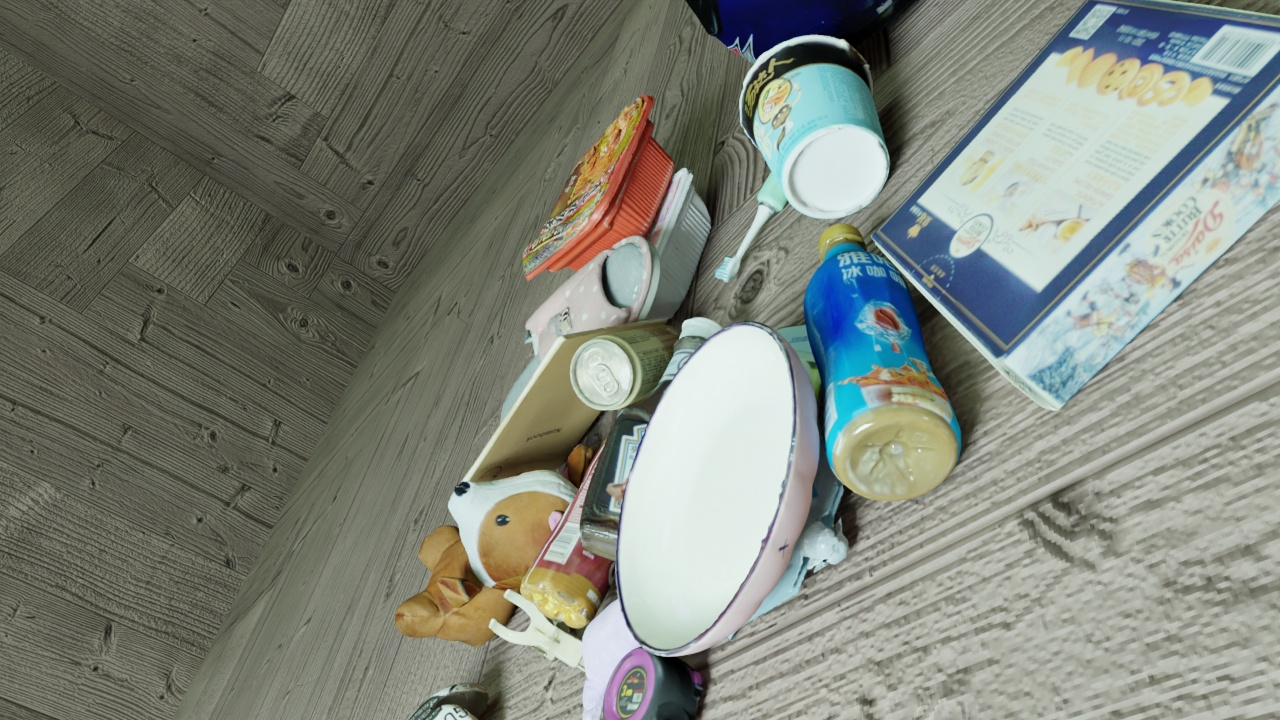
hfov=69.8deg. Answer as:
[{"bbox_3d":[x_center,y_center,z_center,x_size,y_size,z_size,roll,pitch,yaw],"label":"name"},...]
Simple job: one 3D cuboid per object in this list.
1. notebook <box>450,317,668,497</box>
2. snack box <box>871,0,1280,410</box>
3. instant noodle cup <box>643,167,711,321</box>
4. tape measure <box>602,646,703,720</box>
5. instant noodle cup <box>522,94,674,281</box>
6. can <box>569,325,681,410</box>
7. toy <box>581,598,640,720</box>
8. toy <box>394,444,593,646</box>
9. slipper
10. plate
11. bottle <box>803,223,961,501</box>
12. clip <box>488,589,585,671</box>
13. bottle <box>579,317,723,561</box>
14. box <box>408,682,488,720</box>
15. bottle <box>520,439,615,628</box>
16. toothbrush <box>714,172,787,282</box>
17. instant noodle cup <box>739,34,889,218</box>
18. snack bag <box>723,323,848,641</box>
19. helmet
[{"bbox_3d":[-0.071,0.044,0.816,0.147,0.008,0.208,-13,-34,-52],"label":"notebook"},{"bbox_3d":[0.219,-0.091,0.462,0.183,0.046,0.177,-50,21,18],"label":"snack box"},{"bbox_3d":[0.010,-0.097,0.939,0.138,0.060,0.173,-29,32,52],"label":"instant noodle cup"},{"bbox_3d":[0.008,0.196,0.527,0.057,0.039,0.057,-42,29,35],"label":"tape measure"},{"bbox_3d":[-0.036,-0.167,0.949,0.165,0.079,0.188,-29,35,52],"label":"instant noodle cup"},{"bbox_3d":[-0.004,0.004,0.741,0.059,0.058,0.116,-48,-15,23],"label":"can"},{"bbox_3d":[-0.005,0.174,0.586,0.108,0.039,0.083,-46,22,22],"label":"toy"},{"bbox_3d":[-0.122,0.155,0.786,0.200,0.130,0.139,-36,25,25],"label":"toy"},{"bbox_3d":[-0.073,-0.014,0.874,0.275,0.054,0.114,-49,38,33],"label":"slipper"},{"bbox_3d":[0.046,0.074,0.522,0.193,0.039,0.192,-52,26,39],"label":"plate"},{"bbox_3d":[0.129,-0.015,0.529,0.065,0.065,0.218,-45,22,29],"label":"bottle"},{"bbox_3d":[-0.078,0.200,0.682,0.035,0.094,0.102,-61,9,-13],"label":"clip"},{"bbox_3d":[0.020,0.053,0.662,0.044,0.080,0.194,85,-157,-55],"label":"bottle"},{"bbox_3d":[-0.172,0.336,0.721,0.163,0.076,0.088,-51,44,8],"label":"box"},{"bbox_3d":[-0.023,0.110,0.685,0.058,0.057,0.174,-27,27,54],"label":"bottle"},{"bbox_3d":[0.129,-0.165,0.814,0.027,0.026,0.224,23,79,44],"label":"toothbrush"},{"bbox_3d":[0.138,-0.173,0.703,0.111,0.111,0.120,-45,30,30],"label":"instant noodle cup"},{"bbox_3d":[0.080,0.066,0.561,0.111,0.039,0.190,-37,30,34],"label":"snack bag"},{"bbox_3d":[0.130,-0.415,0.849,0.247,0.240,0.315,-43,19,6],"label":"helmet"}]
